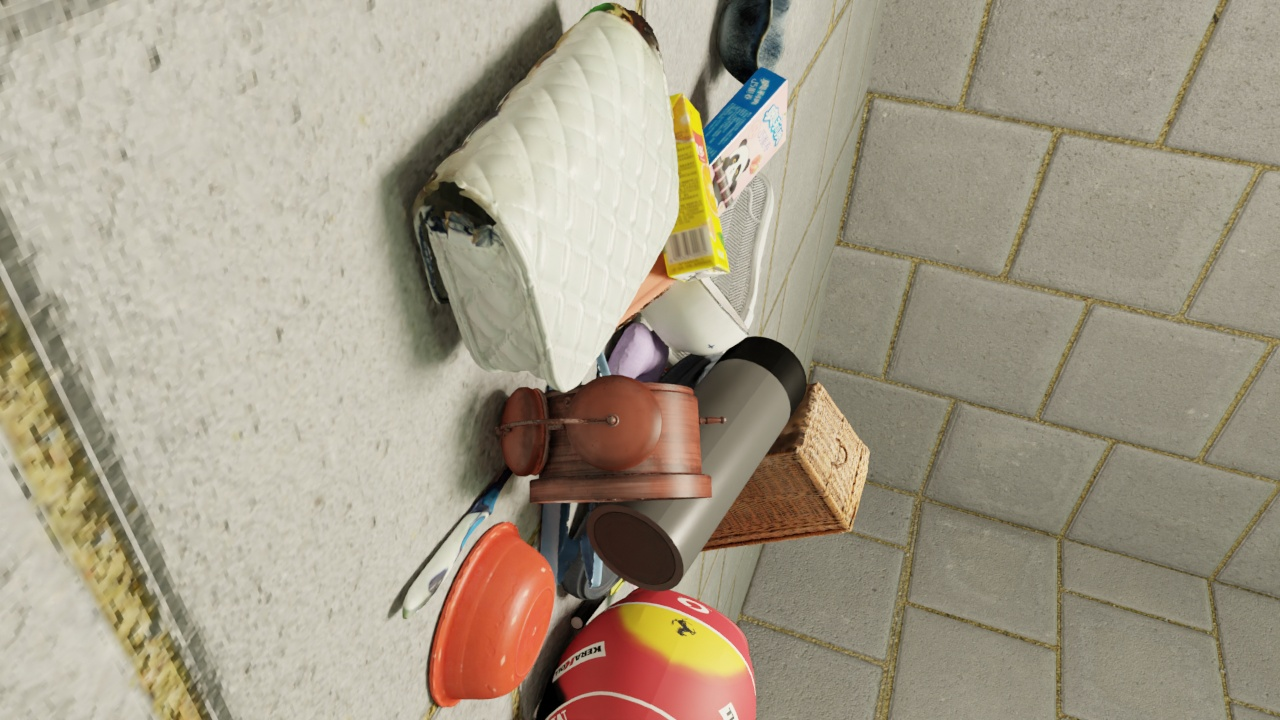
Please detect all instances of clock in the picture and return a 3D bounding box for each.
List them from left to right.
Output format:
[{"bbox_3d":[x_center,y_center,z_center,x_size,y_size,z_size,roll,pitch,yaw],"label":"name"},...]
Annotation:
[{"bbox_3d":[-0.022,0.053,0.585,0.157,0.121,0.072,13,73,-54],"label":"clock"}]

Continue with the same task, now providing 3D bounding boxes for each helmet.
[{"bbox_3d":[0.000,0.354,0.866,0.224,0.198,0.272,-51,161,-59],"label":"helmet"}]

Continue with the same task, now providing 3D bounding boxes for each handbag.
[{"bbox_3d":[-0.044,-0.089,0.497,0.194,0.072,0.139,-62,152,-42],"label":"handbag"}]

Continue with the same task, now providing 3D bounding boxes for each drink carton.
[{"bbox_3d":[0.032,-0.131,0.710,0.058,0.043,0.134,-2,81,-74],"label":"drink carton"}]

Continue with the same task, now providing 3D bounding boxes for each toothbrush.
[{"bbox_3d":[-0.099,0.098,0.583,0.188,0.017,0.016,-55,157,-55],"label":"toothbrush"}]

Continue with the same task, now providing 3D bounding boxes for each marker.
[{"bbox_3d":[-0.042,0.244,0.949,0.018,0.021,0.123,-33,180,22],"label":"marker"}]

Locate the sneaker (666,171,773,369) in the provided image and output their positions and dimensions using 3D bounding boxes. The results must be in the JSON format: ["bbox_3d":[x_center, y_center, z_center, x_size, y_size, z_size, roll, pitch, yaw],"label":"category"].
[{"bbox_3d":[0.088,-0.081,0.977,0.091,0.089,0.241,75,32,-66],"label":"sneaker"}]

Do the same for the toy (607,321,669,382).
[{"bbox_3d":[-0.005,0.005,0.818,0.080,0.036,0.099,-64,161,-2],"label":"toy"}]

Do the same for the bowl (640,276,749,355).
[{"bbox_3d":[0.038,-0.049,0.809,0.063,0.113,0.113,-38,170,10],"label":"bowl"}]

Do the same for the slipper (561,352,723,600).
[{"bbox_3d":[0.025,0.111,0.846,0.267,0.083,0.111,-59,152,-10],"label":"slipper"}]

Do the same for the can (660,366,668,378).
[{"bbox_3d":[0.052,0.017,0.988,0.104,0.064,0.064,-56,157,-52],"label":"can"}]

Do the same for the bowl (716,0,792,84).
[{"bbox_3d":[0.106,-0.312,0.876,0.110,0.055,0.110,15,89,-76],"label":"bowl"}]

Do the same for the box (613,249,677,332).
[{"bbox_3d":[-0.030,-0.052,0.681,0.056,0.064,0.187,65,26,-8],"label":"box"}]

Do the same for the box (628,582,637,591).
[{"bbox_3d":[0.031,0.153,1.042,0.159,0.035,0.229,71,34,-43],"label":"box"}]

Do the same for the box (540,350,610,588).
[{"bbox_3d":[-0.039,0.091,0.728,0.068,0.059,0.210,-57,158,-57],"label":"box"}]

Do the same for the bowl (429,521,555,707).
[{"bbox_3d":[-0.093,0.181,0.632,0.130,0.045,0.130,15,89,-76],"label":"bowl"}]

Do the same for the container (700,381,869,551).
[{"bbox_3d":[0.122,0.110,0.948,0.113,0.199,0.113,56,39,-24],"label":"container"}]

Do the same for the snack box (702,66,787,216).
[{"bbox_3d":[0.079,-0.187,0.845,0.154,0.033,0.088,-49,159,-14],"label":"snack box"}]

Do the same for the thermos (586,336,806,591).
[{"bbox_3d":[0.054,0.075,0.752,0.239,0.082,0.082,-47,150,-44],"label":"thermos"}]
